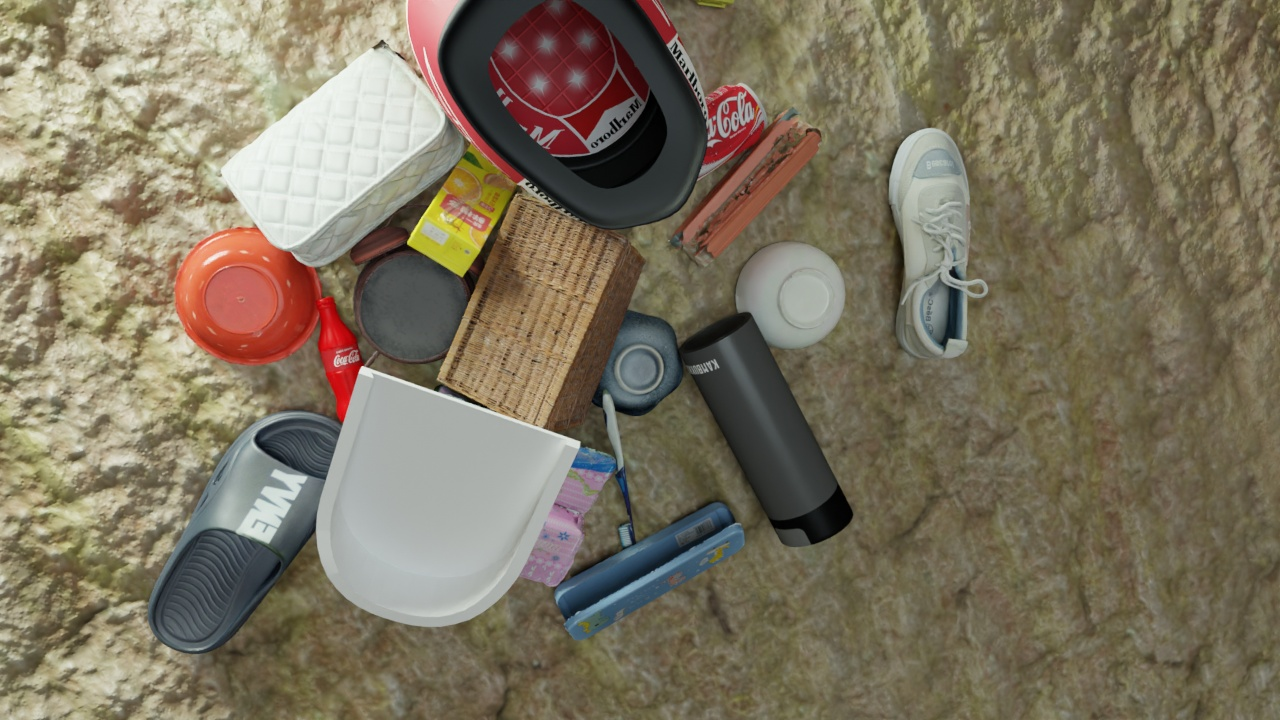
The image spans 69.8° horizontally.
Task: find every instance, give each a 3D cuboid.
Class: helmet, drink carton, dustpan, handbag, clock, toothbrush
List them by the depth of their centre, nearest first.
[{"bbox_3d":[-0.068,-0.249,0.774,0.198,0.224,0.271,-40,111,11],"label":"helmet"},{"bbox_3d":[-0.262,-0.181,0.819,0.195,0.072,0.139,-39,71,-4],"label":"handbag"},{"bbox_3d":[-0.190,0.144,0.827,0.191,0.053,0.258,20,128,-10],"label":"dustpan"},{"bbox_3d":[-0.156,-0.138,0.829,0.058,0.134,0.043,32,130,-14],"label":"drink carton"},{"bbox_3d":[-0.210,-0.066,0.857,0.120,0.072,0.158,4,97,-13],"label":"clock"},{"bbox_3d":[-0.023,0.114,0.930,0.017,0.016,0.189,-8,114,0],"label":"toothbrush"}]

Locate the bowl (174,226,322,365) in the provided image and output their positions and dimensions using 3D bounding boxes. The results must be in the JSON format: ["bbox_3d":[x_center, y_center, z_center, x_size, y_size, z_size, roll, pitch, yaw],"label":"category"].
[{"bbox_3d":[-0.362,-0.057,0.840,0.130,0.045,0.130,-2,98,-12],"label":"bowl"}]

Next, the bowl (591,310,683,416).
[{"bbox_3d":[-0.005,0.005,0.919,0.110,0.055,0.110,-1,97,-11],"label":"bowl"}]

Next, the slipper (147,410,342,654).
[{"bbox_3d":[-0.371,0.164,0.851,0.110,0.083,0.268,34,91,-12],"label":"slipper"}]

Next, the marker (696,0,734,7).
[{"bbox_3d":[0.037,-0.355,0.876,0.123,0.017,0.021,-6,141,-32],"label":"marker"}]

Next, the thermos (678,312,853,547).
[{"bbox_3d":[0.131,0.075,0.943,0.082,0.082,0.240,-30,103,-7],"label":"thermos"}]

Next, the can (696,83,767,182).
[{"bbox_3d":[0.067,-0.221,0.898,0.104,0.064,0.064,-34,103,-6],"label":"can"}]

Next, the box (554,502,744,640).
[{"bbox_3d":[0.016,0.227,0.948,0.210,0.059,0.068,-26,120,-7],"label":"box"}]

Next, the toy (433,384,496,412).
[{"bbox_3d":[-0.170,0.066,0.903,0.099,0.036,0.080,35,79,-18],"label":"toy"}]

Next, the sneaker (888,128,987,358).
[{"bbox_3d":[0.314,-0.119,0.951,0.089,0.091,0.242,-3,98,-11],"label":"sneaker"}]

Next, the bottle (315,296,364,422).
[{"bbox_3d":[-0.283,-0.001,0.869,0.036,0.036,0.119,-15,100,-10],"label":"bottle"}]

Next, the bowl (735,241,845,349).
[{"bbox_3d":[0.160,-0.066,0.940,0.113,0.063,0.113,-2,99,-12],"label":"bowl"}]

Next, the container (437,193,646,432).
[{"bbox_3d":[-0.083,-0.039,0.849,0.114,0.112,0.198,24,93,15],"label":"container"}]

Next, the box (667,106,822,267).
[{"bbox_3d":[0.098,-0.179,0.921,0.064,0.056,0.188,42,85,22],"label":"box"}]

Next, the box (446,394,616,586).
[{"bbox_3d":[-0.153,0.123,0.886,0.230,0.035,0.160,22,116,-14],"label":"box"}]
